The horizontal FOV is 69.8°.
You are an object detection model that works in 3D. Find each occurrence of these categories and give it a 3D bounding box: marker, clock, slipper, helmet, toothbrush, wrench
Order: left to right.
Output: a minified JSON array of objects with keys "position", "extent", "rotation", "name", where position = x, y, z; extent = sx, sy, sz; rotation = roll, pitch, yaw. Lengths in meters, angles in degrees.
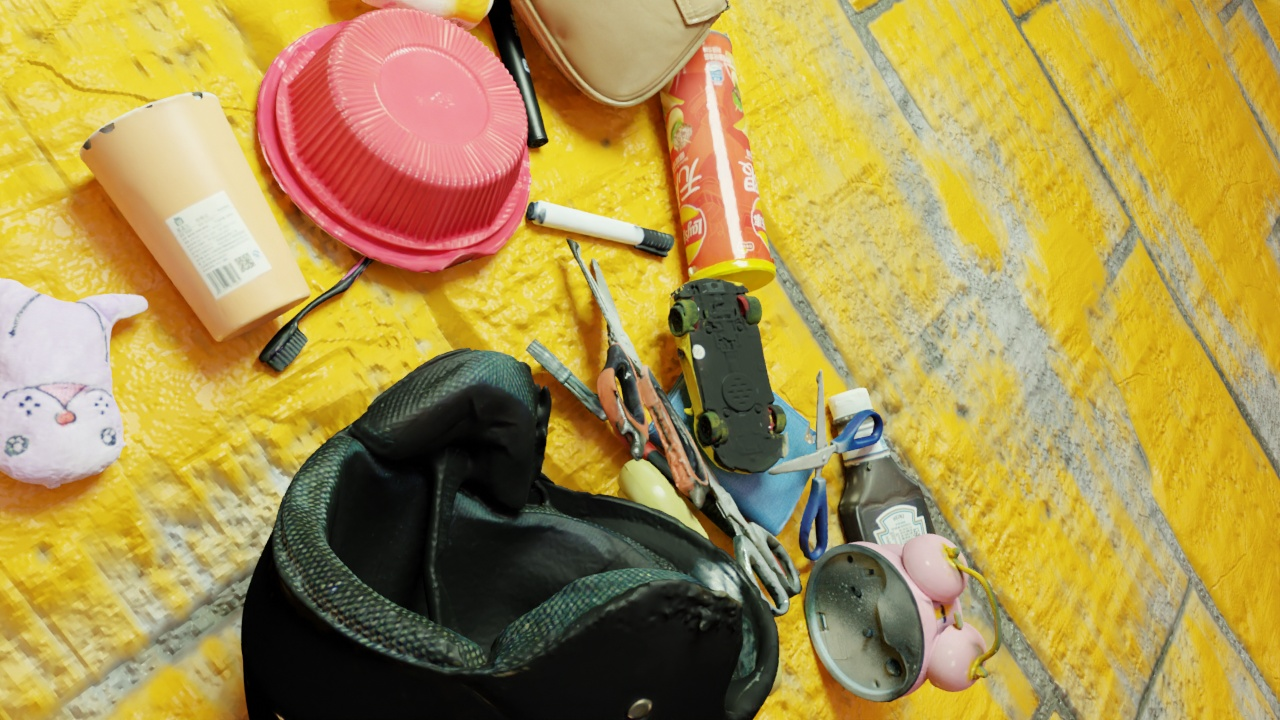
[{"position":[-0.179,-0.061,0.594],"extent":[0.018,0.014,0.188],"rotation":[56,49,-28],"name":"toothbrush"},{"position":[-0.098,-0.227,0.707],"extent":[0.022,0.020,0.132],"rotation":[-15,84,-9],"name":"marker"},{"position":[-0.065,0.141,0.472],"extent":[0.274,0.233,0.230],"rotation":[19,107,-39],"name":"helmet"},{"position":[-0.029,-0.101,0.714],"extent":[0.130,0.018,0.022],"rotation":[7,79,-34],"name":"marker"},{"position":[0.017,0.076,0.670],"extent":[0.273,0.056,0.016],"rotation":[43,87,-21],"name":"wrench"},{"position":[0.024,0.158,0.632],"extent":[0.081,0.091,0.190],"rotation":[-31,102,-4],"name":"slipper"},{"position":[0.198,0.190,0.688],"extent":[0.059,0.159,0.117],"rotation":[-3,77,-34],"name":"clock"}]

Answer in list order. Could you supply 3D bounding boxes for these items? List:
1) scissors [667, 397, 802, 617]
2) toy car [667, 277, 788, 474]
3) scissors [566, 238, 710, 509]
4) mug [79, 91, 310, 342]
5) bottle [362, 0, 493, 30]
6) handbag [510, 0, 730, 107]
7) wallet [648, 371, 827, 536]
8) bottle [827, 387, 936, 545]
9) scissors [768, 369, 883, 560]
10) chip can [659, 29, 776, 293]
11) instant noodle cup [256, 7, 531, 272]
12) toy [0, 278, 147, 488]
[{"position":[0.059,0.105,0.656],"extent":[0.174,0.014,0.136],"rotation":[42,31,-25],"name":"scissors"},{"position":[0.062,0.011,0.685],"extent":[0.071,0.041,0.155],"rotation":[-7,76,-26],"name":"toy car"},{"position":[-0.010,0.002,0.627],"extent":[0.196,0.015,0.215],"rotation":[54,16,-9],"name":"scissors"},{"position":[-0.242,-0.077,0.516],"extent":[0.078,0.078,0.123],"rotation":[-35,100,-38],"name":"mug"},{"position":[-0.159,-0.268,0.646],"extent":[0.108,0.063,0.063],"rotation":[-10,80,-38],"name":"bottle"},{"position":[-0.032,-0.304,0.695],"extent":[0.148,0.099,0.204],"rotation":[-30,119,3],"name":"handbag"},{"position":[0.077,0.059,0.721],"extent":[0.133,0.040,0.106],"rotation":[40,58,-11],"name":"wallet"},{"position":[0.207,0.121,0.791],"extent":[0.079,0.044,0.194],"rotation":[-10,79,-28],"name":"bottle"},{"position":[0.147,0.077,0.717],"extent":[0.162,0.012,0.173],"rotation":[-32,127,-39],"name":"scissors"},{"position":[0.061,-0.163,0.766],"extent":[0.073,0.073,0.216],"rotation":[3,72,-35],"name":"chip can"},{"position":[-0.146,-0.159,0.608],"extent":[0.193,0.066,0.193],"rotation":[15,62,-30],"name":"instant noodle cup"},{"position":[-0.295,0.012,0.467],"extent":[0.083,0.039,0.108],"rotation":[4,71,-44],"name":"toy"}]
